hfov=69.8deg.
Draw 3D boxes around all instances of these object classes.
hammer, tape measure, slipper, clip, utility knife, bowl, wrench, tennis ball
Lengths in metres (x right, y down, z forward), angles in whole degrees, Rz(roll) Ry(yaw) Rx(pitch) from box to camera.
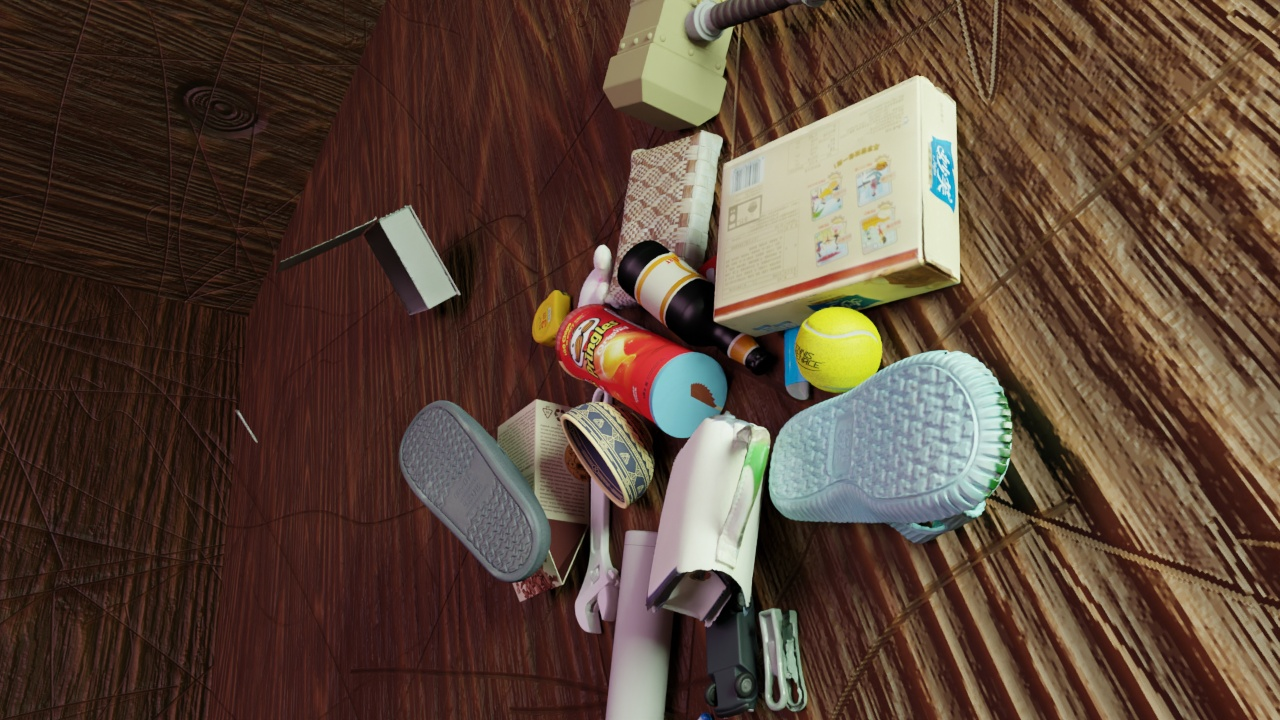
[{"bbox_3d":[0.102,-0.342,0.891,0.325,0.100,0.190,12,87,59],"label":"hammer"},{"bbox_3d":[0.077,-0.078,0.895,0.059,0.019,0.051,-32,51,48],"label":"tape measure"},{"bbox_3d":[0.174,0.066,0.641,0.277,0.069,0.115,147,132,-67],"label":"slipper"},{"bbox_3d":[0.109,0.230,0.706,0.023,0.043,0.075,-36,49,48],"label":"clip"},{"bbox_3d":[-0.170,0.139,1.016,0.268,0.083,0.111,40,104,37],"label":"slipper"},{"bbox_3d":[0.137,-0.064,0.798,0.031,0.015,0.206,-17,66,51],"label":"utility knife"},{"bbox_3d":[-0.023,0.086,0.925,0.061,0.112,0.112,-34,28,-17],"label":"bowl"},{"bbox_3d":[-0.113,-0.047,1.172,0.059,0.030,0.068,-39,44,44],"label":"tape measure"},{"bbox_3d":[-0.044,0.154,0.992,0.066,0.018,0.272,-32,50,49],"label":"wrench"},{"bbox_3d":[0.152,-0.008,0.704,0.066,0.065,0.065,-30,53,49],"label":"tennis ball"}]

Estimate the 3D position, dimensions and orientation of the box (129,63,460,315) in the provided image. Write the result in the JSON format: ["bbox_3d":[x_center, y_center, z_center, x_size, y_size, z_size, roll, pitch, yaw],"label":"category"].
[{"bbox_3d":[-0.532,-0.246,1.439,0.167,0.527,0.233,-4,70,65],"label":"box"}]

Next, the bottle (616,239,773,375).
[{"bbox_3d":[0.054,-0.045,0.858,0.181,0.059,0.059,42,114,34],"label":"bottle"}]

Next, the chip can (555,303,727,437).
[{"bbox_3d":[-0.006,0.006,0.929,0.213,0.087,0.087,28,101,57],"label":"chip can"}]

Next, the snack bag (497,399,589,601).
[{"bbox_3d":[-0.113,0.162,1.046,0.095,0.069,0.206,-34,50,47],"label":"snack bag"}]

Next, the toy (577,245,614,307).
[{"bbox_3d":[-0.051,-0.078,1.075,0.126,0.037,0.075,125,152,-65],"label":"toy"}]

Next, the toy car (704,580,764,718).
[{"bbox_3d":[0.076,0.233,0.749,0.046,0.034,0.112,-34,43,40],"label":"toy car"}]

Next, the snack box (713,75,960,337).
[{"bbox_3d":[0.153,-0.115,0.741,0.208,0.055,0.153,-15,64,48],"label":"snack box"}]

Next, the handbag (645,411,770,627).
[{"bbox_3d":[0.072,0.114,0.724,0.176,0.074,0.150,117,169,-50],"label":"handbag"}]

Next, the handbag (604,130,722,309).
[{"bbox_3d":[0.026,-0.146,0.982,0.124,0.047,0.185,-2,75,49],"label":"handbag"}]

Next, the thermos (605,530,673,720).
[{"bbox_3d":[0.000,0.271,0.836,0.052,0.052,0.224,-15,65,55],"label":"thermos"}]

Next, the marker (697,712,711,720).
[{"bbox_3d":[0.027,0.361,0.794,0.142,0.013,0.013,-64,33,17],"label":"marker"}]
